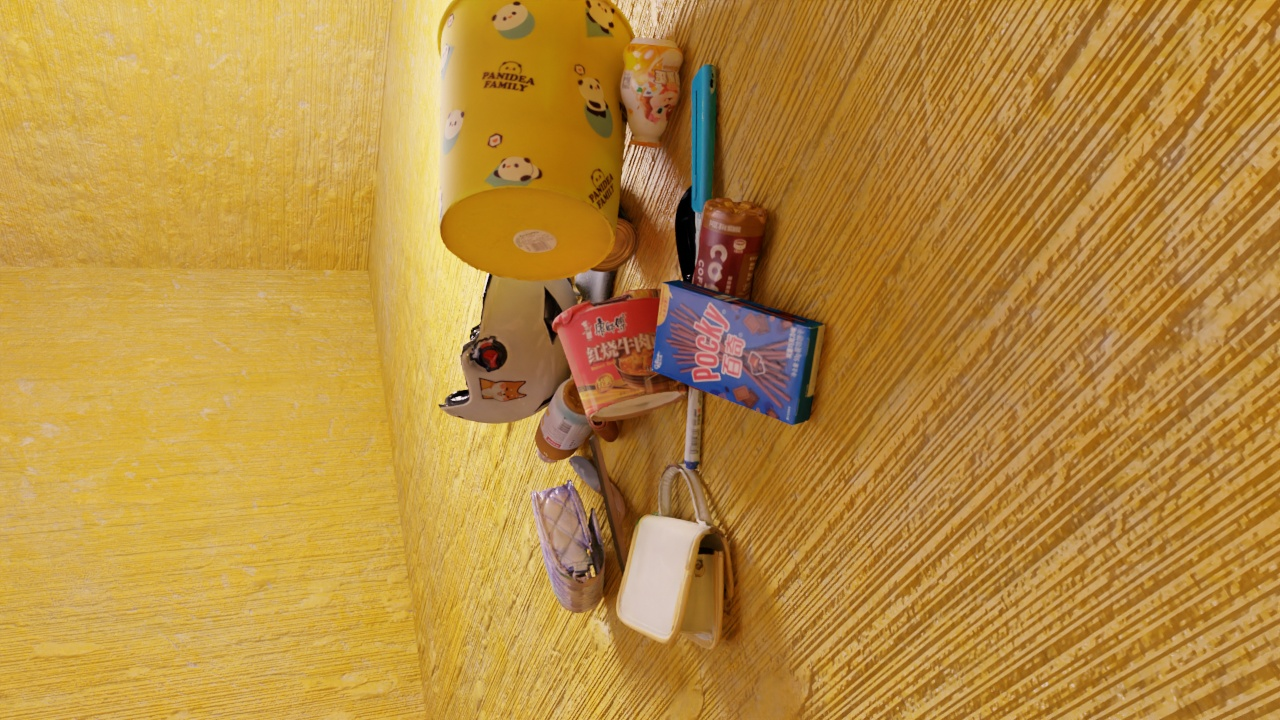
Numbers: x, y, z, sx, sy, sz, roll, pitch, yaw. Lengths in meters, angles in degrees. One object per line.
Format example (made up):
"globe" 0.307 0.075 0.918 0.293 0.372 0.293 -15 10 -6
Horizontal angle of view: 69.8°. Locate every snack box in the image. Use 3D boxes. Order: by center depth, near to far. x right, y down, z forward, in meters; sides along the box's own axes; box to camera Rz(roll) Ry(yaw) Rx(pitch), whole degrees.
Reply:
"snack box" 0.079 -0.010 0.784 0.157 0.026 0.085 21 113 37

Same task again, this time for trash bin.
"trash bin" -0.116 -0.242 1.001 0.230 0.229 0.254 130 144 -58

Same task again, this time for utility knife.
"utility knife" 0.059 -0.166 0.890 0.034 0.018 0.238 172 101 -66

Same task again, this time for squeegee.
"squeegee" -0.050 0.168 1.175 0.249 0.040 0.248 -139 34 -67

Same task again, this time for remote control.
"remote control" 0.053 -0.112 0.922 0.053 0.024 0.136 143 122 -60

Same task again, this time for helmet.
"helmet" -0.161 -0.027 1.263 0.229 0.157 0.275 -83 16 -57

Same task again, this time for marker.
"marker" 0.056 0.040 0.938 0.017 0.016 0.146 -154 65 -65

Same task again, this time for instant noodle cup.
"instant noodle cup" -0.014 -0.001 0.965 0.138 0.137 0.108 141 117 -63

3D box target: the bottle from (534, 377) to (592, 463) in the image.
"bottle" -0.103 0.089 1.256 0.190 0.068 0.068 124 138 -55

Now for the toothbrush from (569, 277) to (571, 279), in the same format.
"toothbrush" -0.113 -0.198 1.326 0.016 0.016 0.180 170 98 -65

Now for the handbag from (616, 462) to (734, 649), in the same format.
"handbag" 0.043 0.196 0.946 0.164 0.063 0.178 170 112 -67

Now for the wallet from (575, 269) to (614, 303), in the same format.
"wallet" -0.059 -0.123 1.204 0.121 0.019 0.097 -127 43 -56

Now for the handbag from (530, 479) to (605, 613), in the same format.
"handbag" -0.088 0.238 1.168 0.194 0.075 0.134 95 158 -65

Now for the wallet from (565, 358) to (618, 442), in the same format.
"wallet" -0.060 0.036 1.111 0.131 0.035 0.119 66 -172 -78

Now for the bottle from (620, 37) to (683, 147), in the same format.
"bottle" 0.010 -0.280 0.963 0.063 0.063 0.108 -142 54 -62

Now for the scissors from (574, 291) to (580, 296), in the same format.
"scissors" -0.134 -0.092 1.352 0.162 0.012 0.164 31 141 38

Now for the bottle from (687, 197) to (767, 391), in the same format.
"bottle" 0.073 -0.057 0.838 0.057 0.057 0.175 -131 44 -57

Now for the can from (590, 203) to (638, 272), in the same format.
"can" -0.055 -0.169 1.113 0.111 0.075 0.075 -116 32 -45
